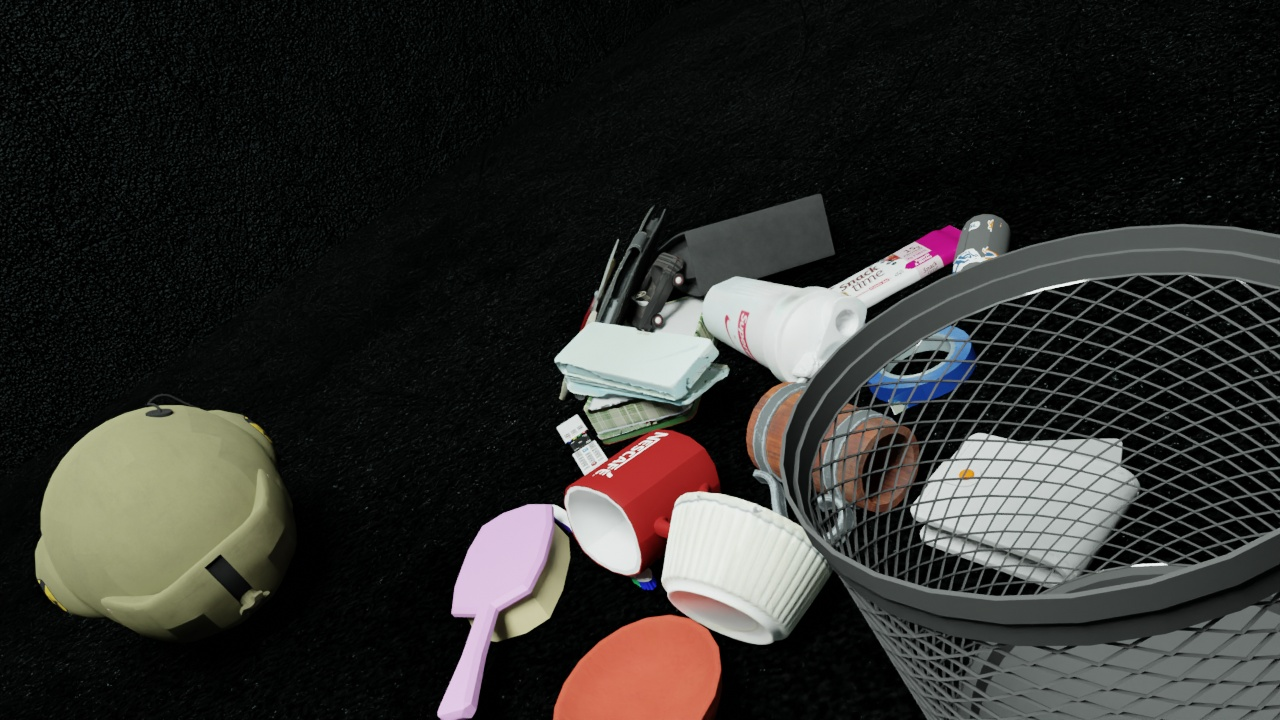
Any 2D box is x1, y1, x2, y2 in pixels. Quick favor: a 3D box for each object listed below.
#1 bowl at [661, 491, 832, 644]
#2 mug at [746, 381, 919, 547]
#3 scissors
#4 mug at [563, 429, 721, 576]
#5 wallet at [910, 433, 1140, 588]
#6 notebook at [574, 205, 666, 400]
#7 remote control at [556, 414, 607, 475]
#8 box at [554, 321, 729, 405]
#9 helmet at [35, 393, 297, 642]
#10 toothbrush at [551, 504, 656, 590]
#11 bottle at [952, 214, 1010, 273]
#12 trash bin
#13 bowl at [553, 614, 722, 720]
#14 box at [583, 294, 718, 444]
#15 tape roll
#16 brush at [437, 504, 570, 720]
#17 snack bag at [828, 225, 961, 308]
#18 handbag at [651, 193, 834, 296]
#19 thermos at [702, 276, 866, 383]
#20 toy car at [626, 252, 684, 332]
[{"bbox_3d":[0.064,0.144,0.616,0.116,0.115,0.062,-2,51,45],"label":"bowl"},{"bbox_3d":[0.137,0.081,0.698,0.117,0.081,0.111,-55,34,-10],"label":"mug"},{"bbox_3d":[-0.062,-0.040,1.086,0.199,0.015,0.179,123,166,-69],"label":"scissors"},{"bbox_3d":[0.014,0.114,0.731,0.117,0.080,0.096,9,31,45],"label":"mug"},{"bbox_3d":[0.253,0.085,0.600,0.115,0.037,0.118,-42,31,-24],"label":"wallet"},{"bbox_3d":[-0.021,-0.074,1.087,0.029,0.170,0.208,20,38,0],"label":"notebook"},{"bbox_3d":[-0.060,0.089,0.958,0.028,0.012,0.124,-33,25,-6],"label":"remote control"},{"bbox_3d":[-0.007,0.004,0.906,0.083,0.067,0.199,-22,19,-36],"label":"box"},{"bbox_3d":[-0.464,0.170,0.926,0.249,0.256,0.233,-44,25,-26],"label":"helmet"},{"bbox_3d":[-0.038,0.159,0.799,0.015,0.016,0.187,-36,25,-20],"label":"toothbrush"},{"bbox_3d":[0.318,-0.095,0.857,0.047,0.047,0.112,-12,30,34],"label":"bottle"},{"bbox_3d":[0.206,0.097,0.399,0.218,0.227,0.217,-24,25,12],"label":"trash bin"},{"bbox_3d":[0.004,0.227,0.603,0.122,0.035,0.121,-24,25,12],"label":"bowl"},{"bbox_3d":[0.020,0.003,0.993,0.118,0.050,0.205,-15,29,23],"label":"box"},{"bbox_3d":[0.240,0.003,0.791,0.091,0.016,0.093,-27,25,6],"label":"tape roll"},{"bbox_3d":[-0.115,0.208,0.756,0.089,0.043,0.228,-21,26,18],"label":"brush"},{"bbox_3d":[0.248,-0.084,0.948,0.196,0.016,0.070,-29,23,3],"label":"snack bag"},{"bbox_3d":[0.101,-0.136,1.112,0.175,0.072,0.196,-18,10,-18],"label":"handbag"},{"bbox_3d":[0.136,-0.030,0.891,0.099,0.099,0.220,-34,20,-9],"label":"thermos"},{"bbox_3d":[0.015,-0.076,1.016,0.092,0.037,0.040,-63,30,2],"label":"toy car"}]
